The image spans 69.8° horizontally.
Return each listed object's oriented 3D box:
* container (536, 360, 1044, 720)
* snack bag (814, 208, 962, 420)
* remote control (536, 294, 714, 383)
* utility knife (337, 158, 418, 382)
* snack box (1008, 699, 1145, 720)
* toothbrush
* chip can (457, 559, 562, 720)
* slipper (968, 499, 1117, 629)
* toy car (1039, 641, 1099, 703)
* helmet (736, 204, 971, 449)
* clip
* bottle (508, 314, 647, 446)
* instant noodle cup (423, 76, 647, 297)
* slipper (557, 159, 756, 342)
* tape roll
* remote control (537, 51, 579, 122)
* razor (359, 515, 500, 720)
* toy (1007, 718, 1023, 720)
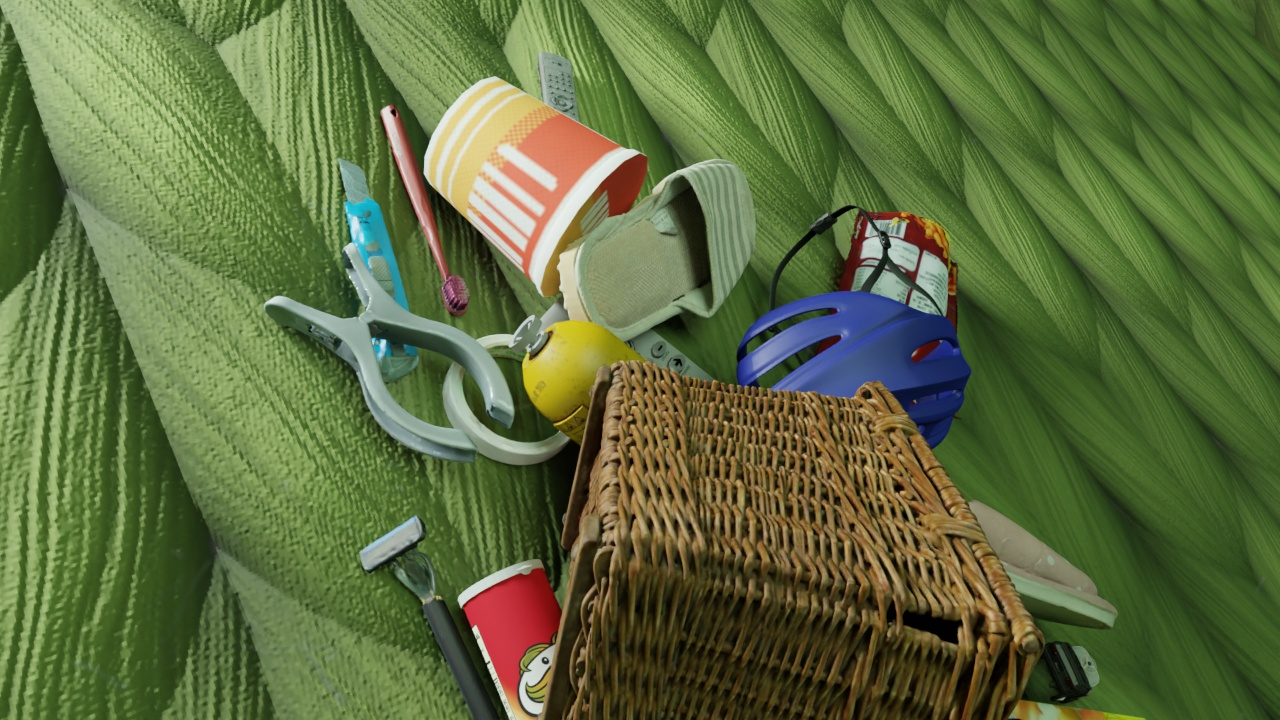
[{"bbox_3d":[0.051,0.109,0.479,0.183,0.162,0.249,12,21,-4],"label":"container"},{"bbox_3d":[0.237,-0.047,0.838,0.139,0.067,0.207,25,51,-7],"label":"snack bag"},{"bbox_3d":[-0.004,0.004,0.681,0.151,0.019,0.074,38,47,-2],"label":"remote control"},{"bbox_3d":[-0.182,-0.067,0.628,0.031,0.015,0.185,-3,59,-36],"label":"utility knife"},{"bbox_3d":[0.311,0.314,0.647,0.168,0.027,0.131,15,52,-22],"label":"snack box"},{"bbox_3d":[-0.159,-0.115,0.674,0.016,0.017,0.189,-7,63,-34],"label":"toothbrush"},{"bbox_3d":[-0.033,0.215,0.491,0.051,0.052,0.214,-13,66,-37],"label":"chip can"},{"bbox_3d":[0.231,0.135,0.675,0.274,0.114,0.054,23,73,-13],"label":"slipper"},{"bbox_3d":[0.320,0.231,0.687,0.092,0.037,0.040,34,34,-54],"label":"toy car"},{"bbox_3d":[0.144,-0.019,0.696,0.241,0.148,0.227,2,61,-41],"label":"helmet"},{"bbox_3d":[-0.162,0.008,0.565,0.163,0.028,0.114,41,57,9],"label":"clip"},{"bbox_3d":[-0.014,0.030,0.599,0.164,0.071,0.070,39,45,-19],"label":"bottle"},{"bbox_3d":[-0.080,-0.132,0.670,0.121,0.124,0.123,37,46,7],"label":"instant noodle cup"},{"bbox_3d":[0.030,-0.088,0.705,0.271,0.054,0.114,-39,122,-49],"label":"slipper"},{"bbox_3d":[-0.085,0.026,0.618,0.093,0.018,0.093,16,51,-21],"label":"tape roll"},{"bbox_3d":[-0.070,-0.219,0.804,0.033,0.013,0.136,8,55,-27],"label":"remote control"},{"bbox_3d":[-0.106,0.159,0.510,0.144,0.043,0.022,59,7,11],"label":"razor"},{"bbox_3d":[0.138,0.280,0.519,0.212,0.084,0.142,-3,93,-27],"label":"toy"}]
